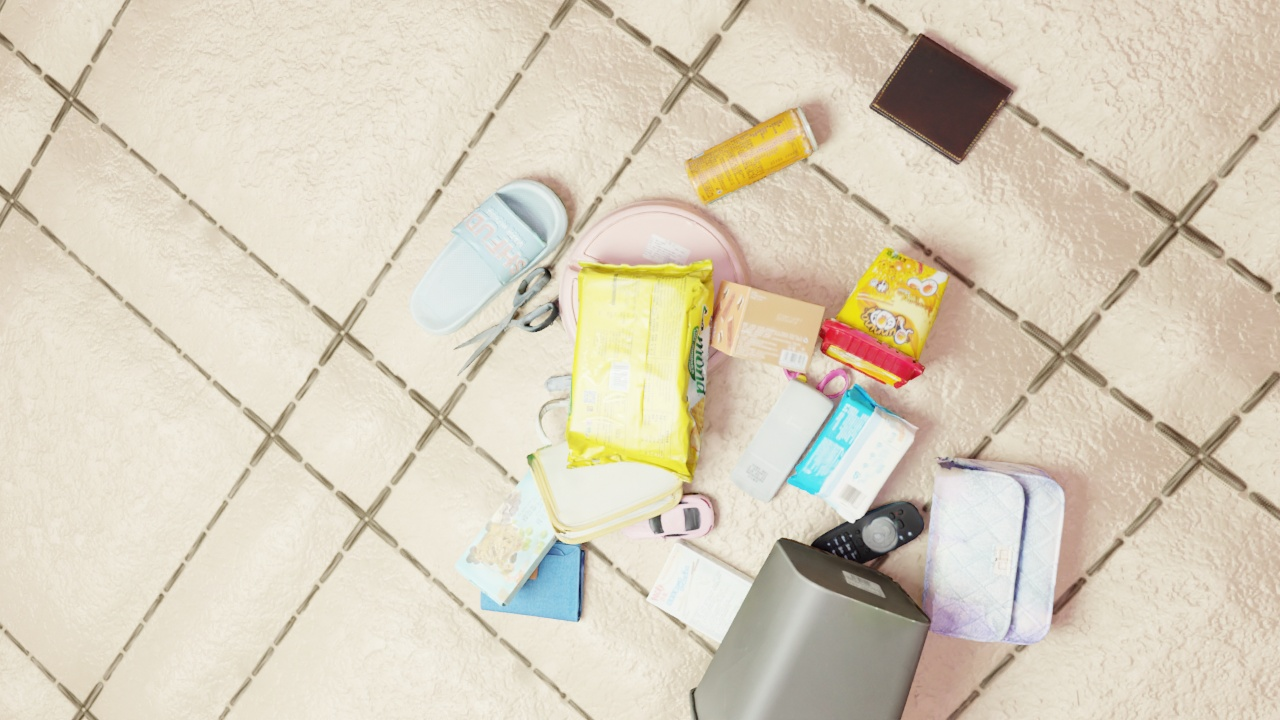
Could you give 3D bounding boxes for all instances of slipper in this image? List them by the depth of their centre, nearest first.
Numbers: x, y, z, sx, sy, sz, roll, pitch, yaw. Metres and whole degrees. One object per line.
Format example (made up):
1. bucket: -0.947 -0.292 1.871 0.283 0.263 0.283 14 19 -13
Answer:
1. slipper: -0.197 -0.127 1.125 0.246 0.074 0.104 -43 83 14

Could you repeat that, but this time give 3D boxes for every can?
1. can: 0.126 -0.233 1.049 0.146 0.058 0.058 -24 88 13

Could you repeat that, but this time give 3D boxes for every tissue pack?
1. tissue pack: 0.240 0.105 1.039 0.090 0.063 0.140 32 101 8

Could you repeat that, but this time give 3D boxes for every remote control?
1. remote control: 0.260 0.204 1.061 0.136 0.024 0.053 -28 89 14
2. remote control: 0.163 0.094 1.071 0.058 0.021 0.150 33 108 8

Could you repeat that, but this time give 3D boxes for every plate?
1. plate: 0.016 -0.075 1.081 0.229 0.028 0.229 0 92 4

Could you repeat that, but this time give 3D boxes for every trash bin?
1. trash bin: 0.187 0.332 0.988 0.198 0.199 0.220 21 96 -6

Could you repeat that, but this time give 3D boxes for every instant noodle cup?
1. instant noodle cup: 0.270 -0.048 1.005 0.116 0.116 0.123 27 88 10

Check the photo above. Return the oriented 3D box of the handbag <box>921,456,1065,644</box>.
1. handbag: 0.384 0.207 1.005 0.134 0.075 0.194 4 94 13

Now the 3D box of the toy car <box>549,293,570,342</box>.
1. toy car: -0.077 -0.043 1.121 0.042 0.035 0.090 -36 87 14

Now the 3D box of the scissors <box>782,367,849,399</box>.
1. scissors: 0.191 0.052 1.074 0.105 0.017 0.136 13 101 11

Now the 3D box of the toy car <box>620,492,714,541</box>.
1. toy car: 0.028 0.190 1.110 0.122 0.037 0.056 -5 91 15

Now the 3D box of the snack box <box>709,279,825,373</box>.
1. snack box: 0.136 -0.039 1.022 0.092 0.094 0.077 13 96 -16

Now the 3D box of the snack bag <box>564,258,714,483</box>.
1. snack bag: -0.006 0.006 1.024 0.158 0.068 0.246 5 91 14

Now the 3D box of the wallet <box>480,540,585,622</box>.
1. wallet: -0.137 0.272 1.154 0.133 0.040 0.106 4 98 11

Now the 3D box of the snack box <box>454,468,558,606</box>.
1. snack box: -0.140 0.204 1.107 0.074 0.052 0.174 35 73 10

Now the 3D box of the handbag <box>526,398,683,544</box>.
1. handbag: -0.050 0.116 1.092 0.163 0.063 0.178 -20 61 -12

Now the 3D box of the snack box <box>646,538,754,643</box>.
1. snack box: 0.095 0.289 1.104 0.157 0.026 0.085 28 100 10

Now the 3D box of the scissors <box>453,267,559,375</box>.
1. scissors: -0.163 -0.046 1.133 0.160 0.014 0.173 12 74 46

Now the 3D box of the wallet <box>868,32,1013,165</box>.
1. wallet: 0.331 -0.290 1.017 0.122 0.020 0.096 36 106 8

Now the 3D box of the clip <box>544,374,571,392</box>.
1. clip: -0.090 0.027 1.137 0.057 0.029 0.024 -5 94 7
